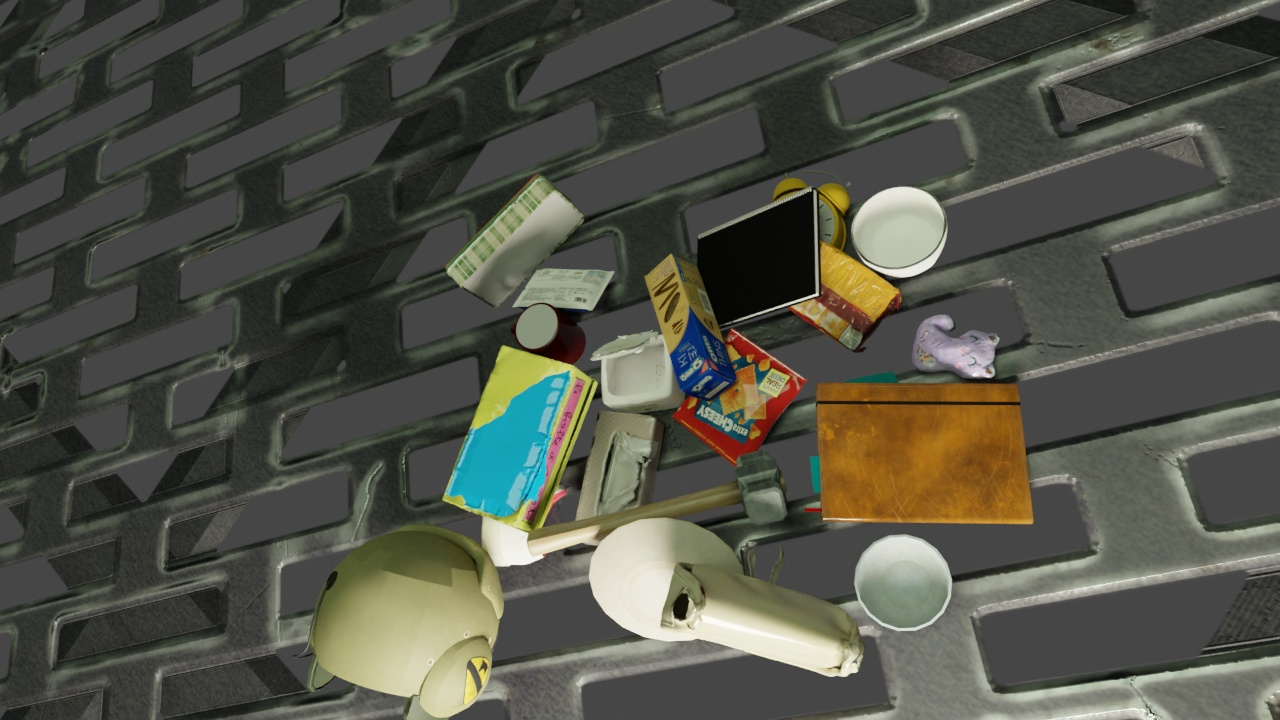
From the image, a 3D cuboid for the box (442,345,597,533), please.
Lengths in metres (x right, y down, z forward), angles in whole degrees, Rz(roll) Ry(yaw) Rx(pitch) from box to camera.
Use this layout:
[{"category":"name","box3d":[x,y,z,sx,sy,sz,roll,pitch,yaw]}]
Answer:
[{"category":"box","box3d":[-0.156,0.104,1.192,0.124,0.082,0.220,14,80,23]}]

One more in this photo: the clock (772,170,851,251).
[{"category":"clock","box3d":[0.219,-0.183,1.228,0.114,0.052,0.152,14,83,28]}]

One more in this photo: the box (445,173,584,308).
[{"category":"box","box3d":[-0.186,-0.176,1.375,0.205,0.117,0.050,-44,65,7]}]

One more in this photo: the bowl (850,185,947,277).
[{"category":"bowl","box3d":[0.330,-0.156,1.158,0.116,0.065,0.116,-8,70,22]}]

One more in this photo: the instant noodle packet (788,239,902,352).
[{"category":"instant noodle packet","box3d":[0.253,-0.080,1.163,0.135,0.039,0.099,37,103,14]}]

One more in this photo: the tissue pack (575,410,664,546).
[{"category":"tissue pack","box3d":[-0.027,0.157,1.218,0.104,0.071,0.181,4,71,26]}]

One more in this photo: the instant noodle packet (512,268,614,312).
[{"category":"instant noodle packet","box3d":[-0.114,-0.105,1.350,0.134,0.026,0.086,4,45,25]}]

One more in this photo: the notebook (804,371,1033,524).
[{"category":"notebook","box3d":[0.314,0.097,1.058,0.249,0.014,0.178,0,72,3]}]

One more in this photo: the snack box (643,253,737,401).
[{"category":"snack box","box3d":[0.064,-0.046,1.220,0.056,0.057,0.206,-39,48,29]}]

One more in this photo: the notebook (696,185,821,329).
[{"category":"notebook","box3d":[0.151,-0.129,1.211,0.207,0.016,0.148,-17,64,46]}]

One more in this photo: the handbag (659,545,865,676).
[{"category":"handbag","box3d":[0.135,0.264,1.002,0.229,0.184,0.131,16,80,-10]}]

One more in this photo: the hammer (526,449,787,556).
[{"category":"hammer","box3d":[0.018,0.186,1.122,0.323,0.117,0.051,-15,107,6]}]

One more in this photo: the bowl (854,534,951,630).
[{"category":"bowl","box3d":[0.301,0.254,1.047,0.106,0.039,0.106,-8,70,22]}]

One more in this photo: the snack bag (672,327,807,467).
[{"category":"snack bag","box3d":[0.128,0.051,1.195,0.131,0.039,0.144,38,99,30]}]

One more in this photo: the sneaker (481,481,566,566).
[{"category":"sneaker","box3d":[-0.154,0.163,1.268,0.104,0.090,0.236,-2,66,7]}]

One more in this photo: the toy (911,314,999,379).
[{"category":"toy","box3d":[0.379,-0.017,1.106,0.100,0.036,0.080,6,71,27]}]

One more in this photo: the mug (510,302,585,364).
[{"category":"mug","box3d":[-0.143,-0.038,1.325,0.106,0.082,0.073,9,77,27]}]

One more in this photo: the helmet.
[{"category":"helmet","box3d":[-0.282,0.326,1.154,0.251,0.255,0.232,12,81,26]}]

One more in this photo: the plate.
[{"category":"plate","box3d":[0.031,0.273,1.099,0.189,0.189,0.027,-20,22,17]}]

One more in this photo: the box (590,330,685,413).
[{"category":"box","box3d":[-0.011,0.006,1.224,0.110,0.130,0.102,-8,71,20]}]
